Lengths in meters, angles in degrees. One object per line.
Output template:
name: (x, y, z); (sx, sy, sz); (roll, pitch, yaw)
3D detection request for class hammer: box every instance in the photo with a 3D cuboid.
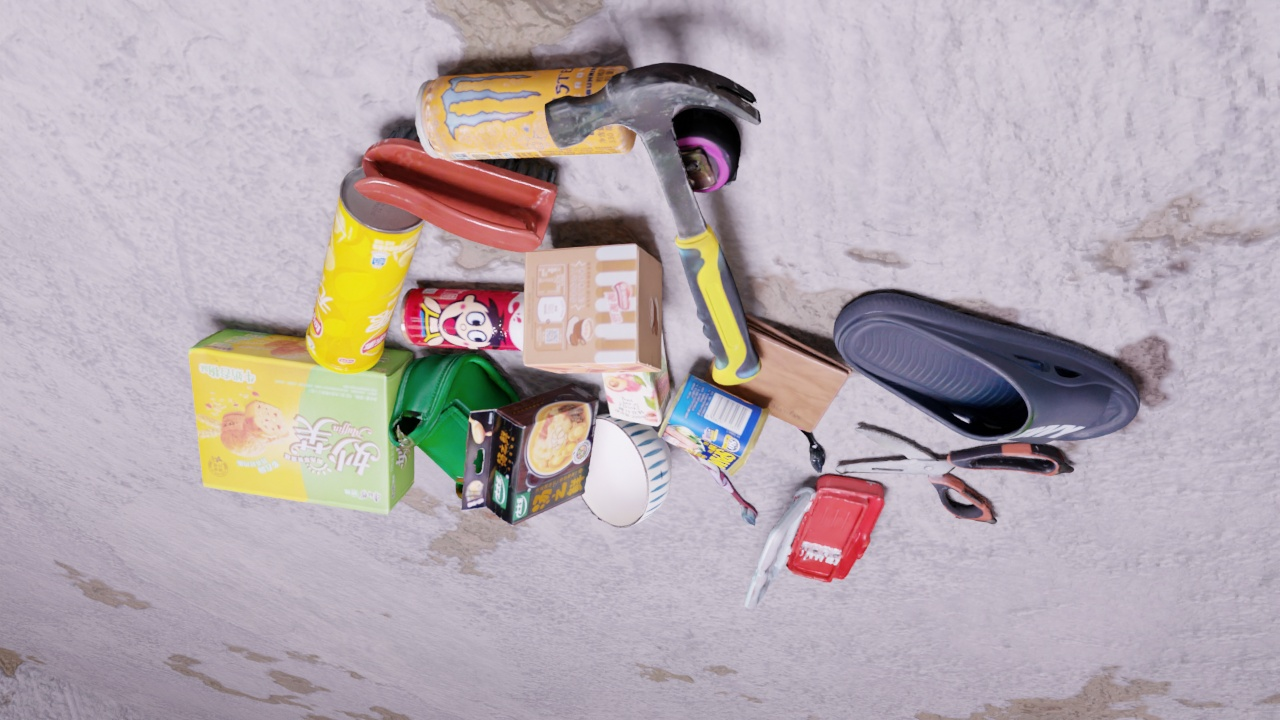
hammer: (0.046, -0.080, 0.670); (0.126, 0.031, 0.323); (-15, 143, 10)

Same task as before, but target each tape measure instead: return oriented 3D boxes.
tape measure: (0.042, -0.146, 0.646); (0.057, 0.039, 0.058); (-7, 138, 23)

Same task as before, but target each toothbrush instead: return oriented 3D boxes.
toothbrush: (0.150, 0.051, 0.886); (0.014, 0.017, 0.189); (-7, 137, 26)
toothbrush: (0.085, 0.131, 1.003); (0.016, 0.017, 0.187); (-14, 136, 29)

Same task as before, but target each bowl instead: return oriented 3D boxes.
bowl: (-0.011, 0.107, 0.943); (0.066, 0.116, 0.117); (-17, 164, -42)

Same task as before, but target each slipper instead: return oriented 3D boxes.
slipper: (0.286, 0.029, 0.770); (0.268, 0.083, 0.111); (19, 144, -7)

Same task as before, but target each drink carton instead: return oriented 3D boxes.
drink carton: (-0.005, 0.005, 0.845); (0.053, 0.045, 0.123); (12, 143, 17)

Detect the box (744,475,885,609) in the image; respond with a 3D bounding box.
box: (0.185, 0.203, 1.027); (0.154, 0.074, 0.202); (-14, 145, -14)

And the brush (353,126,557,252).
brush: (-0.139, -0.128, 0.694); (0.146, 0.069, 0.063); (18, 141, -7)

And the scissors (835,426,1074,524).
scissors: (0.310, 0.109, 0.916); (0.225, 0.015, 0.190); (33, 138, -26)

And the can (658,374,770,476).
can: (0.066, 0.060, 0.861); (0.083, 0.057, 0.102); (25, 164, 4)

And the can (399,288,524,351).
can: (-0.144, -0.037, 0.824); (0.133, 0.053, 0.053); (3, 142, 12)

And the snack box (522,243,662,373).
snack box: (-0.036, -0.038, 0.740); (0.094, 0.092, 0.077); (-1, 173, 16)

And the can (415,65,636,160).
can: (-0.077, -0.170, 0.633); (0.146, 0.058, 0.058); (1, 141, 14)

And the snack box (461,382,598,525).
snack box: (-0.106, 0.092, 0.894); (0.053, 0.125, 0.113); (27, 120, 33)

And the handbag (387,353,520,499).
handbag: (-0.179, 0.063, 0.907); (0.068, 0.120, 0.131); (-5, 141, 30)

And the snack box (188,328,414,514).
snack box: (-0.341, 0.060, 0.934); (0.210, 0.070, 0.158); (7, 111, 7)

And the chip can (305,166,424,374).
chip can: (-0.239, -0.072, 0.792); (0.072, 0.071, 0.214); (22, 140, -13)

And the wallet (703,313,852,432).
wallet: (0.120, 0.014, 0.825); (0.115, 0.020, 0.101); (25, 144, 7)
